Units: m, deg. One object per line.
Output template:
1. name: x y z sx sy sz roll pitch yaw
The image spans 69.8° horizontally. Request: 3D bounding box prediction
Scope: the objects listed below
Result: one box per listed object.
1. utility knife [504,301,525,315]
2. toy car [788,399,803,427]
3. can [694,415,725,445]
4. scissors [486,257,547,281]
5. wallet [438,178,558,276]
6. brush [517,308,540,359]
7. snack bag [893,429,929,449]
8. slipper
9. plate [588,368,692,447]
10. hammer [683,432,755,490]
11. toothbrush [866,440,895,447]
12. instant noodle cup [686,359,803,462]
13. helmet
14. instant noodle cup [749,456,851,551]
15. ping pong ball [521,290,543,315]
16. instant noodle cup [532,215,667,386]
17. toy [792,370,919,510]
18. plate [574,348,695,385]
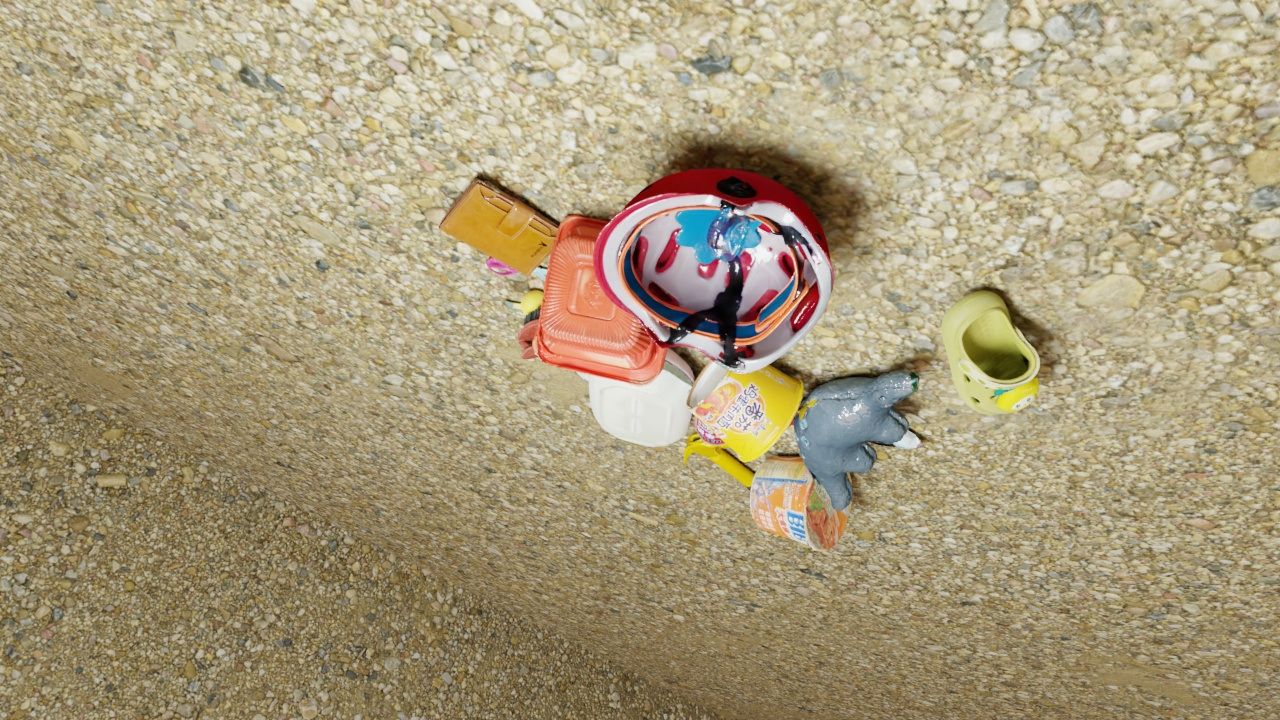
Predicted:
1. utility knife: -0.104 -0.061 1.312 0.190 0.020 0.031 8 156 10
2. toy car: 0.203 0.082 1.346 0.049 0.031 0.107 32 142 -11
3. can: 0.114 0.081 1.367 0.066 0.066 0.094 14 151 10
4. scissors: -0.150 -0.122 1.228 0.131 0.017 0.133 -8 145 35
5. wallet: -0.165 -0.167 1.131 0.130 0.035 0.119 28 143 -24
6. brush: -0.097 -0.041 1.236 0.146 0.069 0.063 -13 142 10
7. snack bag: 0.358 0.102 1.302 0.104 0.026 0.048 33 163 -22
8. slipper: 0.399 0.006 1.029 0.092 0.081 0.190 -33 128 8
9. plate: -0.004 0.073 1.376 0.162 0.034 0.266 15 156 4
10. hammer: 0.189 0.206 1.578 0.300 0.032 0.129 38 147 -31
11. toothbrush: 0.283 0.098 1.358 0.190 0.016 0.014 14 157 14
12. instant noodle cup: 0.136 0.052 1.245 0.110 0.137 0.138 35 149 -11
13. helmet: 0.080 -0.115 0.961 0.240 0.143 0.208 23 132 -5
14. instant noodle cup: 0.251 0.218 1.454 0.112 0.151 0.151 5 150 40
15. ping pong ball: -0.146 -0.077 1.274 0.040 0.040 0.040 15 151 8
16. instant noodle cup: -0.043 -0.073 1.065 0.165 0.189 0.079 10 180 14
17. toy: 0.280 0.094 1.253 0.138 0.091 0.357 34 149 14
18. plate: -0.008 0.008 1.333 0.192 0.039 0.193 14 155 6
